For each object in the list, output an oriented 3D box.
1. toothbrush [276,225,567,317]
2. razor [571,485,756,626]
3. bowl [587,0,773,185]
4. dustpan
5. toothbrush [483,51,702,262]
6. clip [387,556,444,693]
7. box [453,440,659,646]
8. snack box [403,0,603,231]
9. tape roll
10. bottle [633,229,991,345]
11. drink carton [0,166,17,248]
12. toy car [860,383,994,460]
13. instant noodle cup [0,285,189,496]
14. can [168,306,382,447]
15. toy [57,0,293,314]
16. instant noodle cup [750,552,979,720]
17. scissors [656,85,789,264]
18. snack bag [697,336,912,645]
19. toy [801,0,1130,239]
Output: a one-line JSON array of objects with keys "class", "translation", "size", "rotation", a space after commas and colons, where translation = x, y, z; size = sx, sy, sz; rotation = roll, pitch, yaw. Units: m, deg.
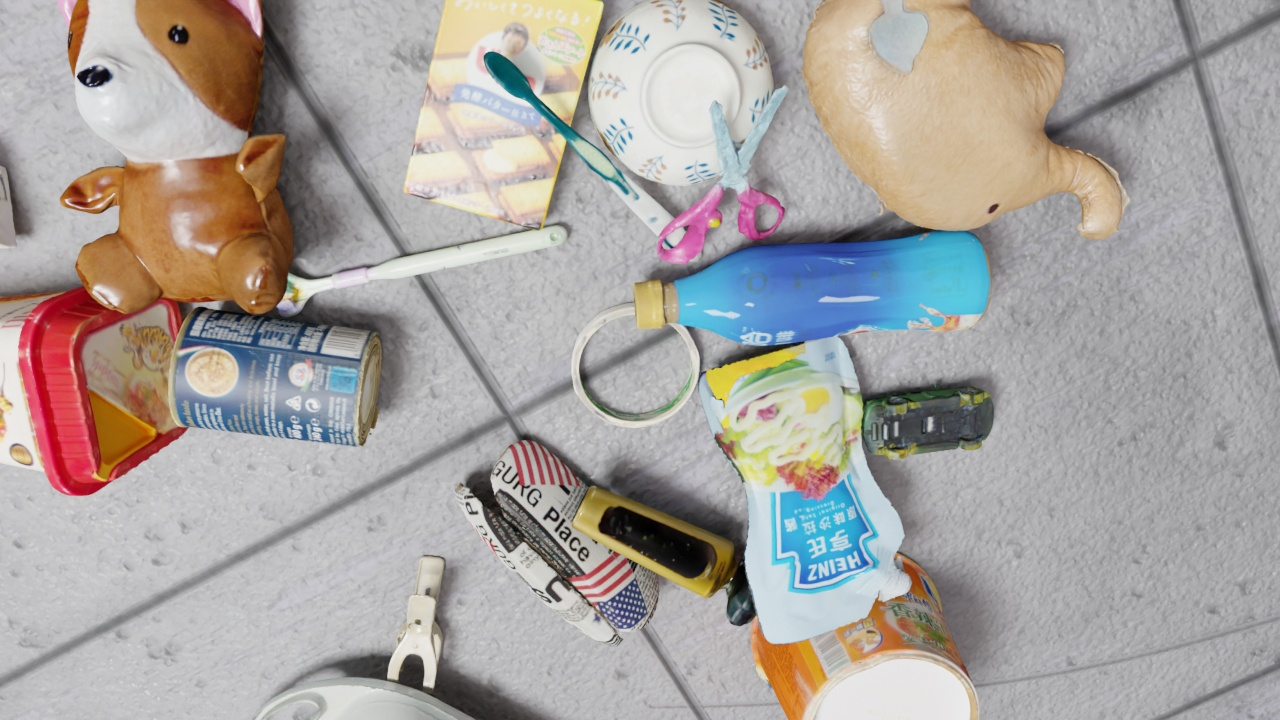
[{"class": "toothbrush", "translation": [-0.139, -0.060, 0.581], "size": [0.189, 0.020, 0.029], "rotation": [-12, 109, -2]}, {"class": "razor", "translation": [0.025, 0.130, 0.628], "size": [0.167, 0.068, 0.062], "rotation": [29, 84, -23]}, {"class": "bowl", "translation": [0.026, -0.157, 0.537], "size": [0.113, 0.062, 0.113], "rotation": [-1, 108, -4]}, {"class": "dustpan", "translation": [-0.171, 0.341, 0.710], "size": [0.257, 0.142, 0.223], "rotation": [22, 121, -41]}, {"class": "toothbrush", "translation": [-0.023, -0.116, 0.549], "size": [0.016, 0.018, 0.191], "rotation": [-49, 125, 3]}, {"class": "clip", "translation": [-0.160, 0.194, 0.662], "size": [0.034, 0.071, 0.100], "rotation": [9, 115, -6]}, {"class": "box", "translation": [-0.049, 0.126, 0.640], "size": [0.087, 0.076, 0.163], "rotation": [-43, 105, -12]}, {"class": "snack box", "translation": [-0.082, -0.156, 0.545], "size": [0.087, 0.033, 0.140], "rotation": [15, 106, -10]}, {"class": "tape roll", "translation": [-0.004, 0.004, 0.617], "size": [0.086, 0.014, 0.086], "rotation": [-1, 110, -3]}, {"class": "bottle", "translation": [0.105, -0.044, 0.581], "size": [0.218, 0.065, 0.065], "rotation": [-4, 110, -3]}, {"class": "drink carton", "translation": [-0.438, -0.085, 0.535], "size": [0.122, 0.045, 0.053], "rotation": [-8, 91, -2]}, {"class": "toy car", "translation": [0.197, 0.040, 0.633], "size": [0.091, 0.036, 0.043], "rotation": [-5, 109, 0]}, {"class": "instant noodle cup", "translation": [-0.356, 0.010, 0.549], "size": [0.124, 0.116, 0.117], "rotation": [3, 110, 8]}, {"class": "can", "translation": [-0.222, 0.011, 0.571], "size": [0.111, 0.075, 0.075], "rotation": [8, 109, -7]}, {"class": "toy", "translation": [-0.259, -0.125, 0.502], "size": [0.140, 0.130, 0.199], "rotation": [-1, 100, 2]}, {"class": "instant noodle cup", "translation": [0.162, 0.225, 0.658], "size": [0.151, 0.111, 0.151], "rotation": [-1, 109, -4]}, {"class": "scissors", "translation": [0.061, -0.106, 0.547], "size": [0.113, 0.017, 0.135], "rotation": [-1, 140, -32]}, {"class": "snack bag", "translation": [0.110, 0.085, 0.610], "size": [0.110, 0.039, 0.191], "rotation": [-16, 90, -14]}, {"class": "toy", "translation": [0.191, -0.142, 0.545], "size": [0.143, 0.082, 0.226], "rotation": [-41, 109, 12]}]
